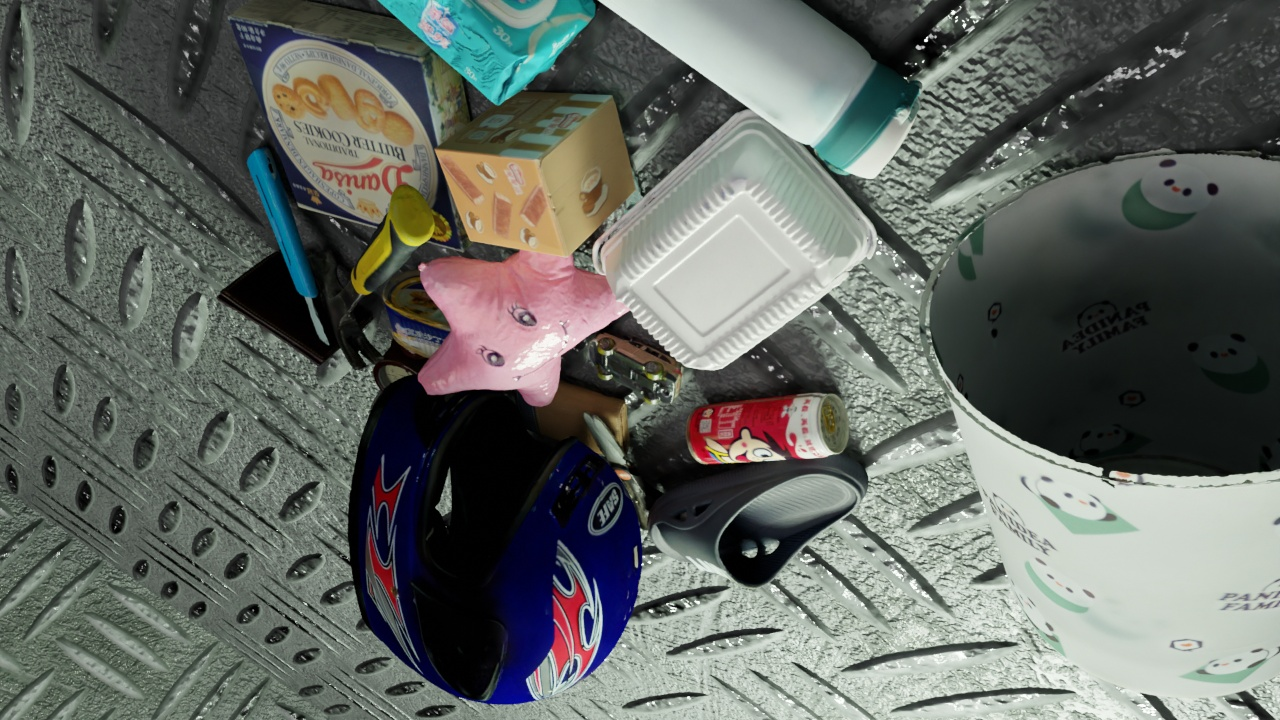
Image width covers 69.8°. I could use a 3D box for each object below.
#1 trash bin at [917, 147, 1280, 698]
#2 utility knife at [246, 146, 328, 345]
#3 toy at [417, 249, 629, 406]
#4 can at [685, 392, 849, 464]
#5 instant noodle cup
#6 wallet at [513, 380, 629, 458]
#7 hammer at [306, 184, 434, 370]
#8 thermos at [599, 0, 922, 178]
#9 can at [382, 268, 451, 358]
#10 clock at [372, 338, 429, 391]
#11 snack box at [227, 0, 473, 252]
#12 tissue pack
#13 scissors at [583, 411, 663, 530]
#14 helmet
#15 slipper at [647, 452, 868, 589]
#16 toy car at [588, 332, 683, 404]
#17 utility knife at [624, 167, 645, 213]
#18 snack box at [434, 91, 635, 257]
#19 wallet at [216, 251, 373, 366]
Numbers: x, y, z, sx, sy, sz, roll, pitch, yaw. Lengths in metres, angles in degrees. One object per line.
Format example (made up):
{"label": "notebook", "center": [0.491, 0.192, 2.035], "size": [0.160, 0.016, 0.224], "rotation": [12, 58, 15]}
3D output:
{"label": "trash bin", "center": [0.295, 0.052, 0.521], "size": [0.230, 0.228, 0.252], "rotation": [4, 139, 31]}
{"label": "utility knife", "center": [-0.333, -0.105, 0.879], "size": [0.034, 0.018, 0.194], "rotation": [2, 114, 44]}
{"label": "toy", "center": [-0.110, -0.033, 0.743], "size": [0.178, 0.074, 0.195], "rotation": [29, 117, -36]}
{"label": "can", "center": [0.106, 0.059, 0.779], "size": [0.133, 0.053, 0.053], "rotation": [-9, 127, 40]}
{"label": "instant noodle cup", "center": [0.058, -0.067, 0.630], "size": [0.138, 0.060, 0.174], "rotation": [44, 122, -14]}
{"label": "wallet", "center": [-0.067, 0.054, 0.911], "size": [0.115, 0.033, 0.090], "rotation": [17, 142, 17]}
{"label": "hammer", "center": [-0.232, -0.071, 0.787], "size": [0.324, 0.031, 0.126], "rotation": [-20, 92, 61]}
{"label": "thermos", "center": [0.060, -0.188, 0.535], "size": [0.224, 0.073, 0.073], "rotation": [35, 142, -4]}
{"label": "can", "center": [-0.168, -0.038, 0.846], "size": [0.148, 0.074, 0.049], "rotation": [17, 137, 20]}
{"label": "clock", "center": [-0.224, 0.007, 0.946], "size": [0.082, 0.055, 0.122], "rotation": [47, 138, -18]}
{"label": "snack box", "center": [-0.220, -0.188, 0.741], "size": [0.178, 0.045, 0.183], "rotation": [17, 139, 19]}
{"label": "tissue pack", "center": [-0.103, -0.235, 0.573], "size": [0.133, 0.093, 0.050], "rotation": [40, 146, -11]}
{"label": "scissors", "center": [-0.027, 0.117, 0.927], "size": [0.143, 0.021, 0.235], "rotation": [-6, 138, 45]}
{"label": "helmet", "center": [-0.119, 0.172, 0.866], "size": [0.240, 0.246, 0.316], "rotation": [8, 120, 14]}
{"label": "slipper", "center": [0.096, 0.159, 0.857], "size": [0.110, 0.083, 0.269], "rotation": [31, 141, -22]}
{"label": "toy car", "center": [-0.005, 0.005, 0.812], "size": [0.090, 0.035, 0.042], "rotation": [25, 140, 18]}
{"label": "utility knife", "center": [0.005, -0.088, 0.722], "size": [0.029, 0.013, 0.223], "rotation": [7, 135, 31]}
{"label": "snack box", "center": [-0.072, -0.134, 0.651], "size": [0.094, 0.092, 0.077], "rotation": [13, 136, 32]}
{"label": "wallet", "center": [-0.348, -0.054, 0.933], "size": [0.122, 0.096, 0.020], "rotation": [34, 129, -3]}
